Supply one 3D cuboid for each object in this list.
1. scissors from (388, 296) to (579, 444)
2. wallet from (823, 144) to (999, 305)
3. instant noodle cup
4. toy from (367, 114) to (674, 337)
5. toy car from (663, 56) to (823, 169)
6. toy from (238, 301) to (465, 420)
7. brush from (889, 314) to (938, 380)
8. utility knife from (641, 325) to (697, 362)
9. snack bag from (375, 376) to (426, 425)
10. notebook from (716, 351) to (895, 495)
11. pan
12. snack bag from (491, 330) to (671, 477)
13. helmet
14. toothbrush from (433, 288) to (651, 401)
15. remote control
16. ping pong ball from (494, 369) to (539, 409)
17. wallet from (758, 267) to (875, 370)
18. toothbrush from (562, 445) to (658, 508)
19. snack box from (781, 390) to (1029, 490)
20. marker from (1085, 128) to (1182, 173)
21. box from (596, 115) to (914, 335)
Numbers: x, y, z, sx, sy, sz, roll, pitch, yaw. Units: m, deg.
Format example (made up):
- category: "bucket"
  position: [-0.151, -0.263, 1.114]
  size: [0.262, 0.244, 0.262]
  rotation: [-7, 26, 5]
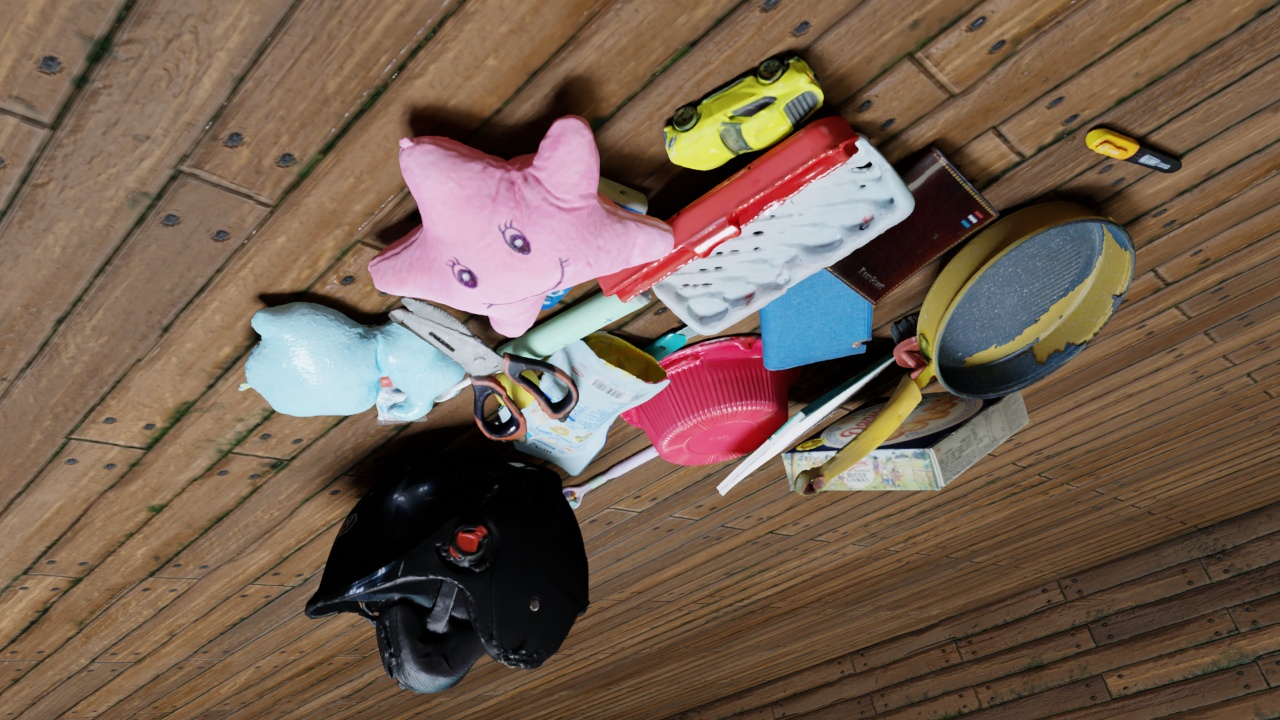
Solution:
- category: "scissors"
  position: [-0.131, 0.014, 0.733]
  size: [0.206, 0.015, 0.192]
  rotation: [-2, 135, -33]
- category: "wallet"
  position: [0.203, -0.100, 0.711]
  size: [0.122, 0.020, 0.096]
  rotation: [-39, 131, 25]
- category: "instant noodle cup"
  position: [0.076, 0.051, 0.920]
  size: [0.194, 0.065, 0.194]
  rotation: [-11, 153, -6]
- category: "toy"
  position: [-0.095, -0.083, 0.585]
  size: [0.195, 0.074, 0.178]
  rotation: [-24, 139, 25]
- category: "toy car"
  position: [0.065, -0.150, 0.578]
  size: [0.105, 0.032, 0.048]
  rotation: [-23, 151, 21]
- category: "toy"
  position: [-0.223, 0.004, 0.704]
  size: [0.156, 0.049, 0.161]
  rotation: [-28, 137, -7]
- category: "brush"
  position: [0.314, -0.007, 0.914]
  size: [0.145, 0.069, 0.063]
  rotation: [2, 148, -27]
- category: "utility knife"
  position: [-0.005, 0.005, 0.851]
  size: [0.180, 0.013, 0.029]
  rotation: [-33, 143, 32]
- category: "snack bag"
  position: [-0.213, 0.028, 0.785]
  size: [0.048, 0.026, 0.104]
  rotation: [-7, 152, -5]
- category: "notebook"
  position: [0.179, 0.055, 0.929]
  size: [0.208, 0.012, 0.151]
  rotation: [-26, 163, -42]
- category: "pan"
  position: [0.277, 0.001, 0.806]
  size: [0.357, 0.078, 0.198]
  rotation: [-31, 136, 3]
- category: "snack bag"
  position: [-0.063, 0.045, 0.860]
  size: [0.110, 0.038, 0.192]
  rotation: [20, 139, -26]
- category: "helmet"
  position: [-0.182, 0.200, 0.905]
  size: [0.274, 0.229, 0.234]
  rotation: [17, 147, -32]
- category: "toothbrush"
  position: [-0.089, -0.012, 0.767]
  size: [0.225, 0.026, 0.027]
  rotation: [-27, 171, 22]
- category: "remote control"
  position: [-0.052, -0.082, 0.657]
  size: [0.049, 0.024, 0.125]
  rotation: [13, 139, -41]
- category: "ping pong ball"
  position: [-0.109, 0.024, 0.809]
  size: [0.040, 0.040, 0.040]
  rotation: [-11, 152, -6]
- category: "wallet"
  position: [0.155, -0.047, 0.800]
  size: [0.106, 0.040, 0.133]
  rotation: [-15, 145, 2]
- category: "toothbrush"
  position: [-0.018, 0.123, 1.059]
  size: [0.190, 0.029, 0.021]
  rotation: [-32, -172, 28]
- category: "snack box"
  position: [0.269, 0.080, 0.940]
  size: [0.177, 0.046, 0.183]
  rotation: [-23, -171, -39]
- category: "marker"
  position: [0.390, -0.162, 0.721]
  size: [0.123, 0.015, 0.018]
  rotation: [4, 152, -34]
- category: "box"
  position: [0.078, -0.094, 0.657]
  size: [0.202, 0.073, 0.154]
  rotation: [-31, 152, 30]
